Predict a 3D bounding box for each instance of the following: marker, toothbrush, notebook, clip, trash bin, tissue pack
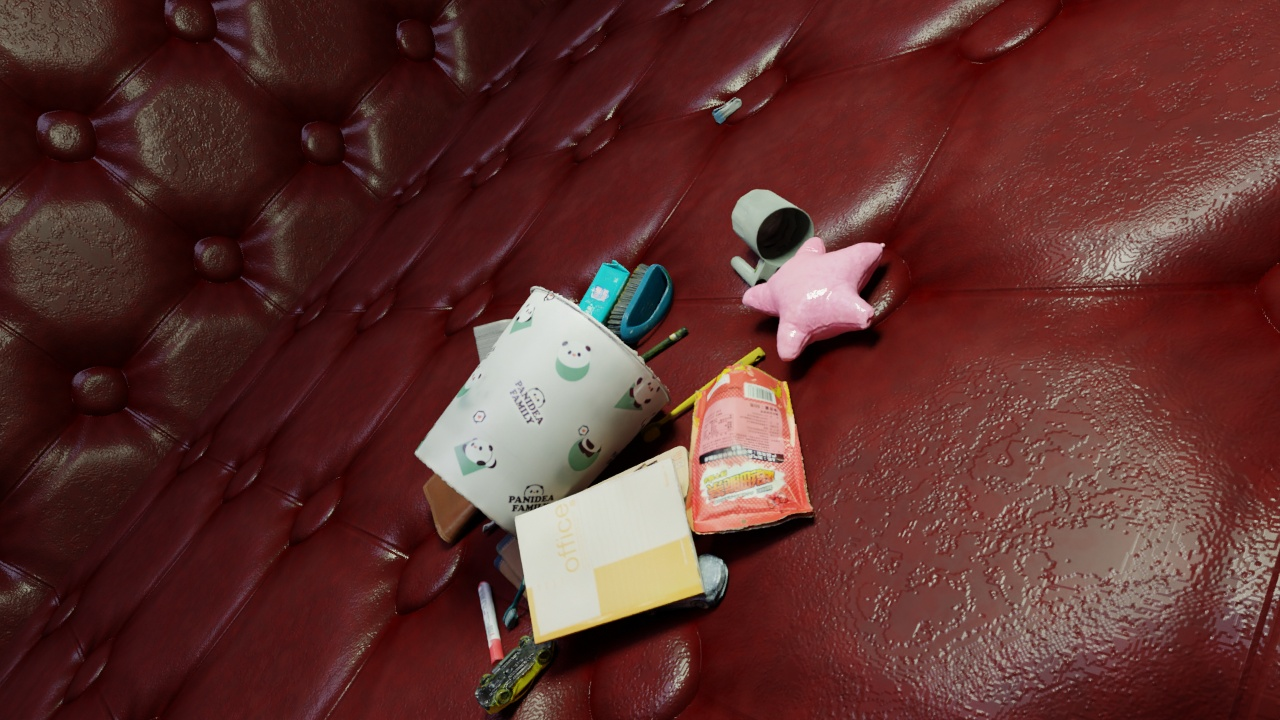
[{"bbox_3d":[-0.184,0.323,1.131,0.017,0.017,0.145,-41,30,5],"label":"marker"},{"bbox_3d":[-0.008,0.008,1.312,0.186,0.012,0.017,-34,37,17],"label":"toothbrush"},{"bbox_3d":[-0.039,0.204,0.975,0.207,0.010,0.145,-23,65,22],"label":"notebook"},{"bbox_3d":[0.159,-0.460,1.680,0.058,0.025,0.036,-37,37,3],"label":"clip"},{"bbox_3d":[-0.126,0.248,1.070,0.192,0.016,0.018,-64,33,29],"label":"toothbrush"},{"bbox_3d":[0.078,0.045,1.156,0.190,0.015,0.016,-36,35,14],"label":"toothbrush"},{"bbox_3d":[-0.127,0.075,1.136,0.251,0.229,0.230,-50,30,-11],"label":"trash bin"},{"bbox_3d":[-0.058,-0.079,1.397,0.050,0.093,0.133,21,61,13],"label":"tissue pack"}]

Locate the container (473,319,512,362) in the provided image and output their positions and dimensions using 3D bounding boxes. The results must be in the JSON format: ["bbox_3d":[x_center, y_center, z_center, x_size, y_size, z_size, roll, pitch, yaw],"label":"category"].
[{"bbox_3d":[-0.198,-0.003,1.442,0.090,0.090,0.114,-10,87,45],"label":"container"}]

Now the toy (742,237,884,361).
[{"bbox_3d":[0.218,-0.082,1.085,0.179,0.074,0.194,-38,34,7],"label":"toy"}]

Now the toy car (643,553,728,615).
[{"bbox_3d":[0.035,0.232,0.957,0.121,0.037,0.054,-16,40,36],"label":"toy car"}]

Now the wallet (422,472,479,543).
[{"bbox_3d":[-0.267,0.193,1.346,0.101,0.032,0.124,-48,40,11],"label":"wallet"}]

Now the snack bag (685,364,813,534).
[{"bbox_3d":[0.112,0.097,0.991,0.129,0.073,0.207,-6,41,7],"label":"snack bag"}]

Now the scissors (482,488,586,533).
[{"bbox_3d":[-0.131,0.169,1.257,0.227,0.015,0.188,4,55,52],"label":"scissors"}]

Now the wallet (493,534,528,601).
[{"bbox_3d":[-0.133,0.246,1.151,0.090,0.033,0.115,-49,33,-10],"label":"wallet"}]

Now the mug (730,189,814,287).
[{"bbox_3d":[0.169,-0.166,1.256,0.124,0.083,0.103,-64,24,17],"label":"mug"}]

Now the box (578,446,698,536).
[{"bbox_3d":[-0.001,0.179,1.038,0.168,0.078,0.091,-27,33,17],"label":"box"}]

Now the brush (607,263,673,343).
[{"bbox_3d":[0.008,-0.085,1.369,0.074,0.055,0.143,7,54,30],"label":"brush"}]

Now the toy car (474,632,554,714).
[{"bbox_3d":[-0.136,0.349,1.025,0.105,0.032,0.048,-43,27,-21],"label":"toy car"}]
